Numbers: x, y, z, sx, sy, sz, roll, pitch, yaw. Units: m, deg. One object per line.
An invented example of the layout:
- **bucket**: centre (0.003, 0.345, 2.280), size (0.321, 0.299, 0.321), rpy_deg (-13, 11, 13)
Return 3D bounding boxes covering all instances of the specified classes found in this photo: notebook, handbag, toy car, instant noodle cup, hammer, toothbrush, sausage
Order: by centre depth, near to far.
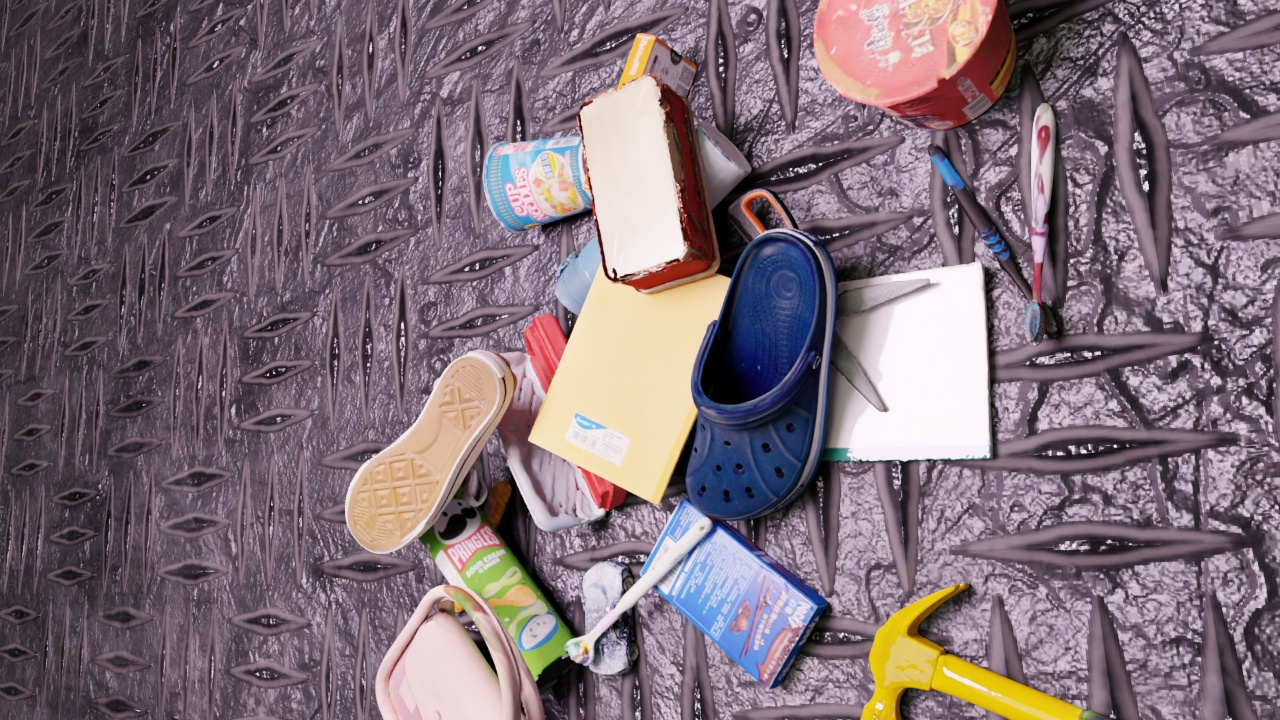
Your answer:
- **hammer**: centre (0.296, 0.246, 0.612), size (0.301, 0.032, 0.129), rpy_deg (15, 93, 37)
- **toothbrush**: centre (0.290, -0.102, 0.668), size (0.016, 0.017, 0.187), rpy_deg (0, 76, 32)
- **toothbrush**: centre (0.266, -0.096, 0.699), size (0.014, 0.016, 0.189), rpy_deg (-34, 63, 23)
- **instant noodle cup**: centre (0.216, -0.243, 0.700), size (0.138, 0.108, 0.137), rpy_deg (-7, 79, 36)
- **notebook**: centre (0.178, 0.007, 0.750), size (0.210, 0.012, 0.150), rpy_deg (-5, 81, 37)
- **toothbrush**: centre (0.000, 0.204, 0.812), size (0.029, 0.020, 0.190), rpy_deg (40, 108, -4)
- **notebook**: centre (-0.005, 0.005, 0.816), size (0.146, 0.010, 0.206), rpy_deg (23, 92, 25)
- **handbag**: centre (-0.160, 0.304, 0.858), size (0.193, 0.093, 0.235), rpy_deg (42, 132, 31)
- **toy car**: centre (-0.031, 0.240, 0.859), size (0.049, 0.031, 0.105), rpy_deg (-13, 74, 33)
- **instant noodle cup**: centre (-0.087, -0.186, 0.933), size (0.110, 0.099, 0.099), rpy_deg (-6, 79, 29)
- **sausage**: centre (-0.171, 0.198, 0.975), size (0.021, 0.021, 0.165), rpy_deg (29, 100, 36)

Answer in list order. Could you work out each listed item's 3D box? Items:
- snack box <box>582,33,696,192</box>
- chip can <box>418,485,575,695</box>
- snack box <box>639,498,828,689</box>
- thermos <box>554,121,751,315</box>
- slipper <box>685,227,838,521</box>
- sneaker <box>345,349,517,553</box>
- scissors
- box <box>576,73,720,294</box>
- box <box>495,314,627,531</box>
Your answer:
- **snack box**: centre (0.001, -0.224, 0.879), size (0.026, 0.075, 0.154), rpy_deg (25, 98, 36)
- **chip can**: centre (-0.150, 0.216, 0.908), size (0.236, 0.072, 0.072), rpy_deg (48, 111, 23)
- **snack box**: centre (0.076, 0.196, 0.787), size (0.157, 0.026, 0.084), rpy_deg (35, 104, 35)
- **thermos**: centre (0.005, -0.125, 0.867), size (0.221, 0.070, 0.070), rpy_deg (-43, 60, 24)
- **slipper**: centre (0.094, 0.021, 0.731), size (0.105, 0.095, 0.253), rpy_deg (22, 109, 33)
- **sneaker**: centre (-0.189, 0.086, 0.877), size (0.118, 0.087, 0.241), rpy_deg (42, 107, 12)
- **scissors**: centre (0.129, -0.047, 0.776), size (0.234, 0.021, 0.220), rpy_deg (-25, 75, 33)
- **box**: centre (0.004, -0.150, 0.780), size (0.091, 0.077, 0.168), rpy_deg (-16, 78, 27)
- **box**: centre (-0.094, 0.063, 0.888), size (0.096, 0.100, 0.201), rpy_deg (102, 144, -58)
